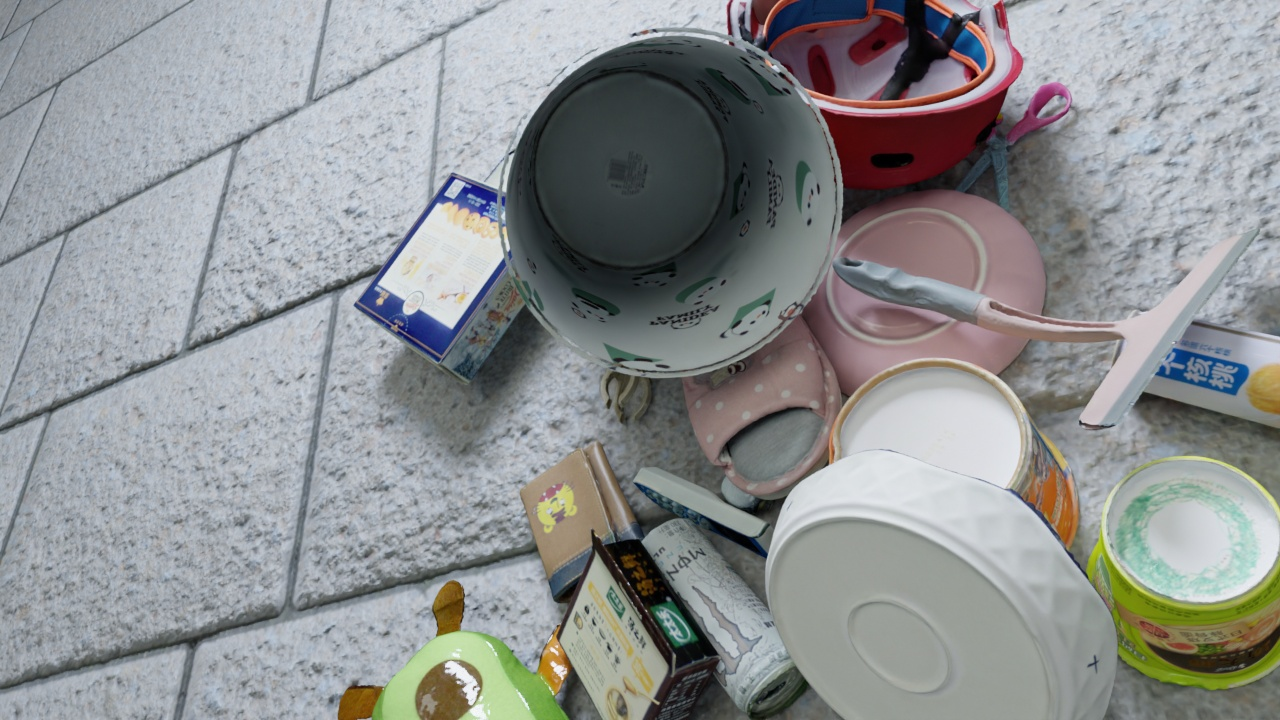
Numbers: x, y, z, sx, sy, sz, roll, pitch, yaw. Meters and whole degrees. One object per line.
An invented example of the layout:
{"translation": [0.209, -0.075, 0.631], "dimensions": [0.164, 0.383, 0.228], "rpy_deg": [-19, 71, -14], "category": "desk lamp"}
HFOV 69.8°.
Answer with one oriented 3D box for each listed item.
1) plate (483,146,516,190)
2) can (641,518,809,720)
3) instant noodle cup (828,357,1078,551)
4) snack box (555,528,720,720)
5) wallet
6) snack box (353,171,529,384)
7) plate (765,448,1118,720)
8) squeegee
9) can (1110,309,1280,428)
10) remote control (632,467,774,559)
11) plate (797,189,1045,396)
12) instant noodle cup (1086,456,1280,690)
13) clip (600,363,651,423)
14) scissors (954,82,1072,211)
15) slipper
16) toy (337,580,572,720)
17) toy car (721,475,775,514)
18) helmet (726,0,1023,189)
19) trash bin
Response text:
{"translation": [-0.137, -0.126, 0.971], "dimensions": [0.162, 0.034, 0.265], "rpy_deg": [28, 79, 40], "category": "plate"}
{"translation": [0.055, 0.180, 0.652], "dimensions": [0.058, 0.058, 0.146], "rpy_deg": [-44, 49, 1], "category": "can"}
{"translation": [0.196, 0.075, 0.594], "dimensions": [0.152, 0.111, 0.151], "rpy_deg": [-16, 55, 23], "category": "instant noodle cup"}
{"translation": [-0.005, 0.195, 0.642], "dimensions": [0.113, 0.053, 0.126], "rpy_deg": [51, 131, 38], "category": "snack box"}
{"translation": [-0.050, 0.132, 0.765], "dimensions": [0.090, 0.033, 0.115], "rpy_deg": [-36, 46, 9], "category": "wallet"}
{"translation": [-0.182, -0.090, 0.920], "dimensions": [0.178, 0.046, 0.182], "rpy_deg": [29, 81, 42], "category": "snack box"}
{"translation": [0.156, 0.151, 0.525], "dimensions": [0.205, 0.205, 0.045], "rpy_deg": [17, 36, 37], "category": "plate"}
{"translation": [0.238, -0.038, 0.620], "dimensions": [0.250, 0.040, 0.246], "rpy_deg": [17, 41, 42], "category": "squeegee"}
{"translation": [0.370, 0.008, 0.567], "dimensions": [0.135, 0.053, 0.053], "rpy_deg": [20, 74, 38], "category": "can"}
{"translation": [0.052, 0.115, 0.700], "dimensions": [0.125, 0.049, 0.024], "rpy_deg": [21, 71, 38], "category": "remote control"}
{"translation": [0.208, -0.058, 0.713], "dimensions": [0.193, 0.039, 0.192], "rpy_deg": [-15, 57, 24], "category": "plate"}
{"translation": [0.299, 0.111, 0.501], "dimensions": [0.112, 0.123, 0.111], "rpy_deg": [-15, 56, 23], "category": "instant noodle cup"}
{"translation": [-0.010, 0.006, 0.815], "dimensions": [0.070, 0.034, 0.099], "rpy_deg": [-7, 54, 29], "category": "clip"}
{"translation": [0.301, -0.179, 0.749], "dimensions": [0.119, 0.017, 0.133], "rpy_deg": [-10, 62, 27], "category": "scissors"}
{"translation": [0.082, -0.009, 0.721], "dimensions": [0.114, 0.054, 0.273], "rpy_deg": [-32, 38, 20], "category": "slipper"}
{"translation": [-0.126, 0.276, 0.681], "dimensions": [0.247, 0.090, 0.226], "rpy_deg": [28, 63, 37], "category": "toy"}
{"translation": [0.096, 0.075, 0.708], "dimensions": [0.043, 0.034, 0.090], "rpy_deg": [30, 81, 36], "category": "toy car"}
{"translation": [0.188, -0.216, 0.751], "dimensions": [0.207, 0.144, 0.239], "rpy_deg": [-20, 51, -8], "category": "helmet"}
{"translation": [0.008, -0.133, 0.718], "dimensions": [0.230, 0.229, 0.251], "rpy_deg": [-38, 18, 6], "category": "trash bin"}
